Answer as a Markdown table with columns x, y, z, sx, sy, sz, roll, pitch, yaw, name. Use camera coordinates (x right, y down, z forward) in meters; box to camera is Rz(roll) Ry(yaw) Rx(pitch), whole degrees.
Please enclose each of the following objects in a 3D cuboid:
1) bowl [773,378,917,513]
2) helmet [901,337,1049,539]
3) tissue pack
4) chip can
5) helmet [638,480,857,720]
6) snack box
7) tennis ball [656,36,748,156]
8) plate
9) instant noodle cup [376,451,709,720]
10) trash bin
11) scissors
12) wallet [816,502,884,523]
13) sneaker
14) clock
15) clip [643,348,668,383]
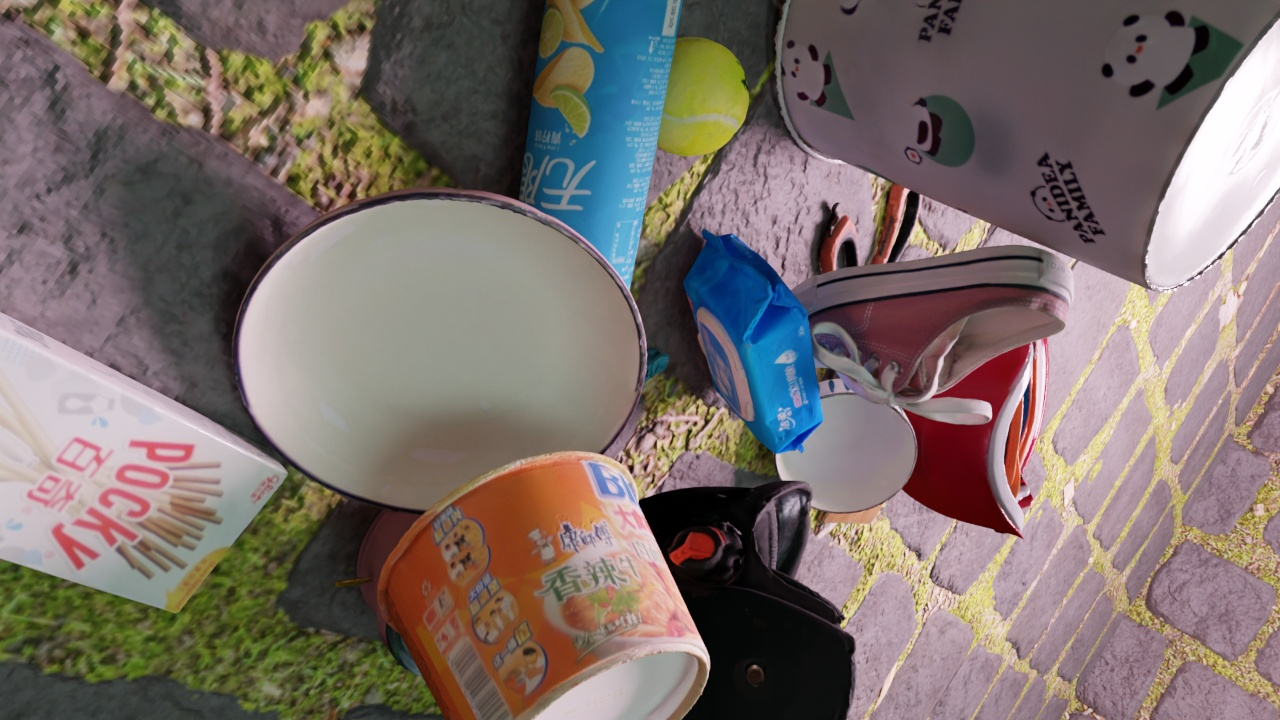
| x | y | z | sx | sy | sz | roll | pitch | yaw | name |
| --- | --- | --- | --- | --- | --- | --- | --- | --- | --- |
| 0.169 | 0.064 | 0.777 | 0.066 | 0.116 | 0.117 | -79 | 175 | -64 | bowl |
| 0.296 | 0.038 | 0.851 | 0.239 | 0.144 | 0.207 | -34 | 122 | -55 | helmet |
| 0.075 | -0.010 | 0.628 | 0.052 | 0.095 | 0.157 | -27 | 132 | -10 | tissue pack |
| -0.027 | -0.111 | 0.480 | 0.071 | 0.071 | 0.210 | -10 | 120 | -42 | chip can |
| 0.033 | 0.202 | 0.618 | 0.234 | 0.230 | 0.274 | 76 | 27 | -54 | helmet |
| -0.239 | 0.047 | 0.393 | 0.084 | 0.027 | 0.157 | -53 | 139 | -7 | snack box |
| 0.028 | -0.148 | 0.516 | 0.065 | 0.065 | 0.066 | -25 | 129 | -34 | tennis ball |
| -0.094 | -0.003 | 0.450 | 0.192 | 0.039 | 0.193 | -5 | 128 | -6 | plate |
| -0.043 | 0.137 | 0.462 | 0.151 | 0.111 | 0.152 | -20 | 139 | -19 | instant noodle cup |
| 0.251 | -0.179 | 0.558 | 0.229 | 0.252 | 0.230 | -25 | 137 | -26 | trash bin |
| 0.188 | -0.059 | 0.777 | 0.189 | 0.015 | 0.224 | -53 | 141 | -8 | scissors |
| 0.231 | 0.116 | 0.928 | 0.101 | 0.020 | 0.115 | 11 | 108 | -47 | wallet |
| 0.173 | -0.010 | 0.623 | 0.118 | 0.242 | 0.087 | 25 | 71 | -29 | sneaker |
| -0.097 | 0.112 | 0.555 | 0.158 | 0.060 | 0.117 | -37 | 134 | -22 | clock |
| -0.001 | 0.004 | 0.616 | 0.055 | 0.037 | 0.013 | -22 | 130 | -50 | clip |
